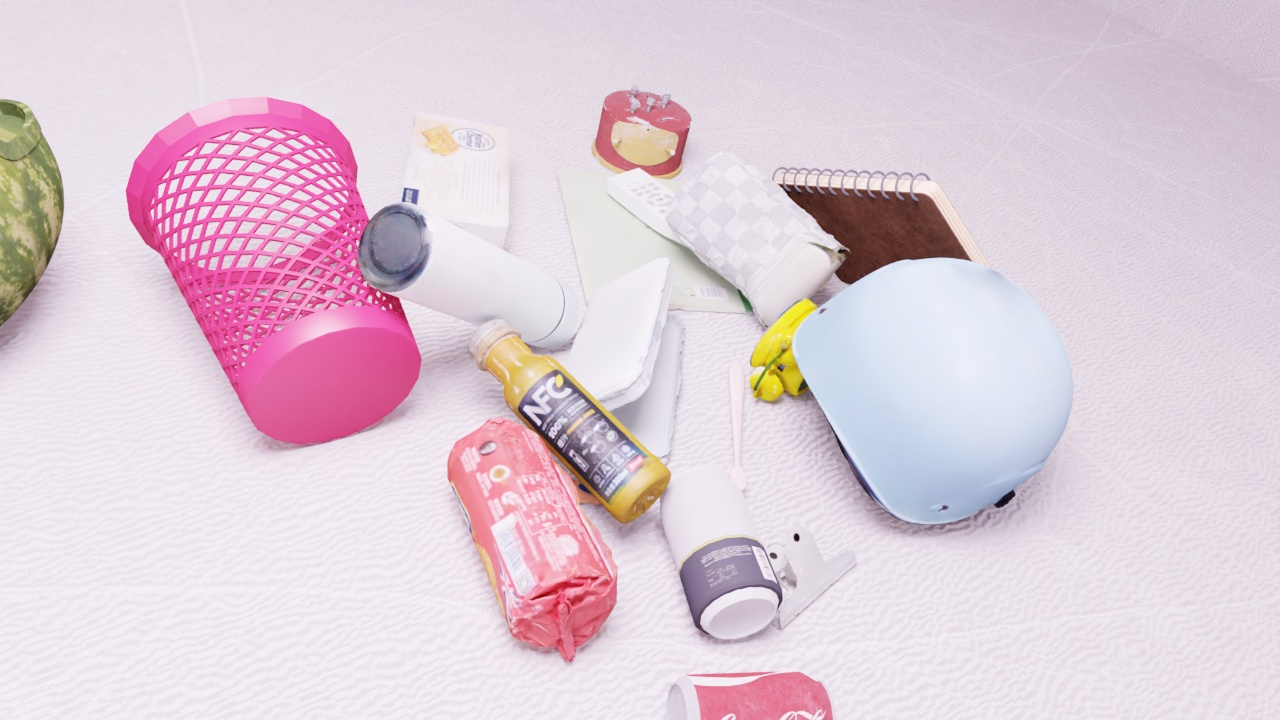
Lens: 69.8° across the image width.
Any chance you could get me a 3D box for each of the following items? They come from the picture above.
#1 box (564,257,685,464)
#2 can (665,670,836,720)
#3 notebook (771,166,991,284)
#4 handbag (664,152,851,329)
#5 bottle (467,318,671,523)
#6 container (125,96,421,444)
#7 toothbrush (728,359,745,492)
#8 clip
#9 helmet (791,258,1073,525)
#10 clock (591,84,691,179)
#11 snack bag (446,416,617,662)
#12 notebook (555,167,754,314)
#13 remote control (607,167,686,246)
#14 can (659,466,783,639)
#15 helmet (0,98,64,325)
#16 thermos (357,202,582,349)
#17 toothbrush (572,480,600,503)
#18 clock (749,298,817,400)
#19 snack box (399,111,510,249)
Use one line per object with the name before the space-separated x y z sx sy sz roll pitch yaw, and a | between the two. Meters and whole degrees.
box | -0.005 0.010 0.820 0.108 0.110 0.215 -20 28 25
can | 0.068 0.223 0.572 0.096 0.054 0.054 3 41 -15
notebook | 0.238 -0.124 0.904 0.024 0.167 0.226 -50 30 -10
handbag | 0.117 -0.127 0.938 0.171 0.113 0.123 45 17 8
bottle | -0.058 0.040 0.690 0.186 0.053 0.053 43 46 20
container | -0.272 -0.061 0.715 0.182 0.184 0.225 -14 55 -32
toothbrush | 0.084 0.055 0.808 0.015 0.018 0.180 14 37 -4
clip | 0.121 0.154 0.692 0.101 0.038 0.054 -26 67 -41
helmet | 0.267 0.014 0.774 0.265 0.167 0.225 -9 69 -50
clock | 0.005 -0.298 1.146 0.117 0.081 0.158 10 39 -7
snack bag | -0.076 0.114 0.631 0.082 0.082 0.176 -9 46 -27
notebook | 0.010 -0.136 1.013 0.181 0.010 0.252 2 41 -16
remote control | 0.021 -0.168 1.025 0.049 0.024 0.143 -26 54 -35
can | 0.054 0.133 0.665 0.064 0.064 0.127 0 42 -18
helmet | -0.529 -0.102 0.613 0.213 0.247 0.243 11 77 19
thermos | -0.126 -0.061 0.737 0.068 0.068 0.230 37 7 24
toothbrush | -0.006 0.101 0.724 0.135 0.017 0.021 -1 38 -16
clock | 0.138 -0.007 0.847 0.057 0.084 0.118 42 43 20
snack box | -0.189 -0.176 0.937 0.104 0.058 0.207 8 39 -14
